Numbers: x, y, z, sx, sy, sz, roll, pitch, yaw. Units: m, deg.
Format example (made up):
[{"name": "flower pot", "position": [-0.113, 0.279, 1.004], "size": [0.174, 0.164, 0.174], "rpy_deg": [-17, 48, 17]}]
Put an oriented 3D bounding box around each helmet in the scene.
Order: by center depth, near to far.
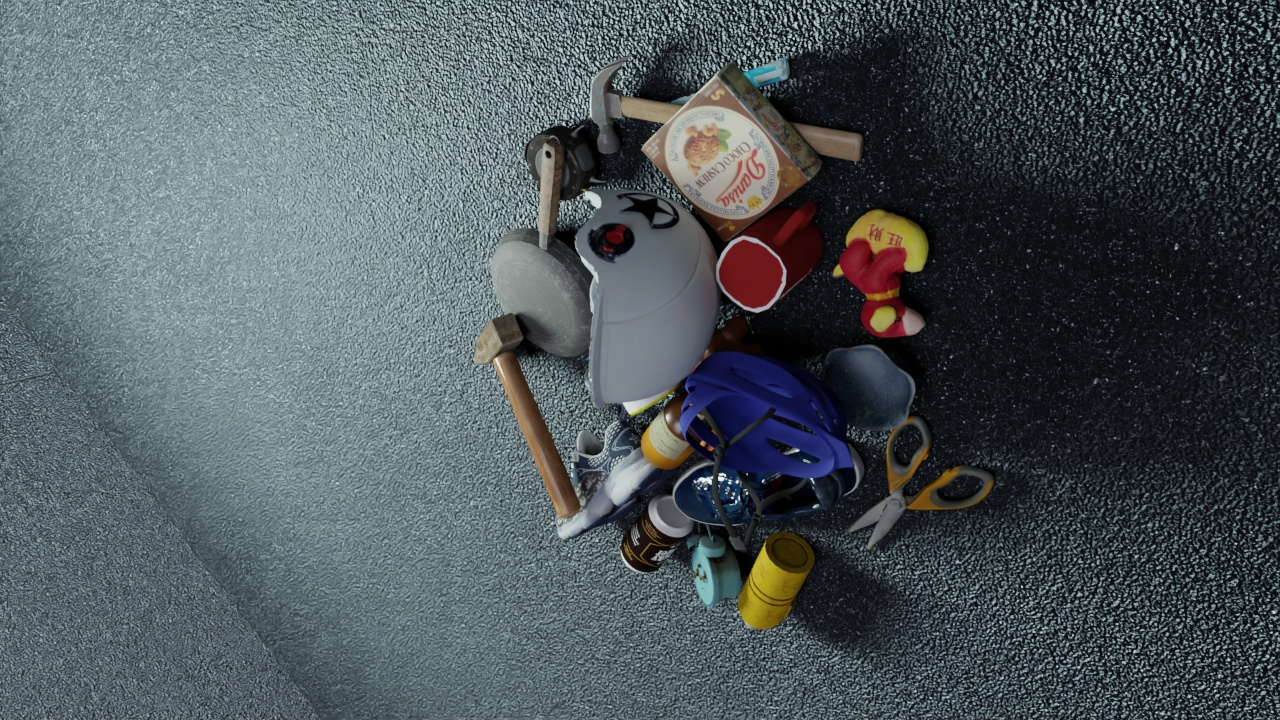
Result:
[{"name": "helmet", "position": [0.115, 0.097, 1.024], "size": [0.242, 0.227, 0.148], "rpy_deg": [12, 146, 39]}, {"name": "helmet", "position": [0.011, -0.069, 1.051], "size": [0.164, 0.263, 0.237], "rpy_deg": [0, 134, 2]}]

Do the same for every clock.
[{"name": "clock", "position": [-0.101, -0.249, 1.159], "size": [0.123, 0.043, 0.091], "rpy_deg": [-2, 119, 43]}, {"name": "clock", "position": [0.103, 0.289, 1.308], "size": [0.090, 0.053, 0.124], "rpy_deg": [166, 96, -73]}]

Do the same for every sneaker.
[{"name": "sneaker", "position": [0.136, 0.176, 1.181], "size": [0.295, 0.127, 0.121], "rpy_deg": [-19, 105, 45]}, {"name": "sneaker", "position": [-0.062, 0.170, 1.366], "size": [0.270, 0.103, 0.132], "rpy_deg": [-45, 71, 44]}]

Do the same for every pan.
[{"name": "pan", "position": [-0.126, -0.139, 1.214], "size": [0.208, 0.040, 0.358], "rpy_deg": [31, 142, 21]}]

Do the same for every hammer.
[{"name": "hammer", "position": [0.083, -0.260, 1.012], "size": [0.331, 0.030, 0.119], "rpy_deg": [19, 139, 26]}, {"name": "hammer", "position": [-0.162, 0.092, 1.343], "size": [0.300, 0.037, 0.158], "rpy_deg": [66, 155, 6]}]

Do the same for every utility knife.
[{"name": "utility knife", "position": [0.092, -0.299, 0.998], "size": [0.159, 0.015, 0.022], "rpy_deg": [-3, 122, 40]}]

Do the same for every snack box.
[{"name": "snack box", "position": [0.096, -0.221, 0.993], "size": [0.147, 0.041, 0.144], "rpy_deg": [46, 141, -10]}]

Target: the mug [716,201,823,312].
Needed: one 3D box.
[{"name": "mug", "position": [0.150, -0.122, 1.004], "size": [0.080, 0.096, 0.117], "rpy_deg": [41, 134, 11]}]

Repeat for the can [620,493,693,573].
[{"name": "can", "position": [0.023, 0.256, 1.352], "size": [0.072, 0.071, 0.129], "rpy_deg": [41, 134, 10]}]

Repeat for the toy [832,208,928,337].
[{"name": "toy", "position": [0.253, -0.091, 0.971], "size": [0.106, 0.067, 0.137], "rpy_deg": [7, 112, 40]}]

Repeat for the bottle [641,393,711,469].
[{"name": "bottle", "position": [0.058, 0.082, 1.207], "size": [0.068, 0.067, 0.157], "rpy_deg": [44, 143, 8]}]

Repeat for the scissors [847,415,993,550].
[{"name": "scissors", "position": [0.311, 0.152, 1.105], "size": [0.166, 0.016, 0.226], "rpy_deg": [51, 137, 2]}]

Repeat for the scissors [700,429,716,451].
[{"name": "scissors", "position": [0.137, 0.081, 1.183], "size": [0.133, 0.083, 0.012], "rpy_deg": [-44, 52, 22]}]

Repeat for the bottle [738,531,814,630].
[{"name": "bottle", "position": [0.181, 0.316, 1.268], "size": [0.071, 0.070, 0.164], "rpy_deg": [32, 132, 19]}]

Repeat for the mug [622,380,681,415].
[{"name": "mug", "position": [-0.007, 0.007, 1.217], "size": [0.083, 0.082, 0.106], "rpy_deg": [-29, 96, 44]}]

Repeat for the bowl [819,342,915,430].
[{"name": "bowl", "position": [0.262, 0.022, 1.034], "size": [0.110, 0.055, 0.110], "rpy_deg": [19, 126, 28]}]

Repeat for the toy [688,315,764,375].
[{"name": "toy", "position": [0.088, -0.010, 1.157], "size": [0.128, 0.065, 0.095], "rpy_deg": [-14, 101, 52]}]
